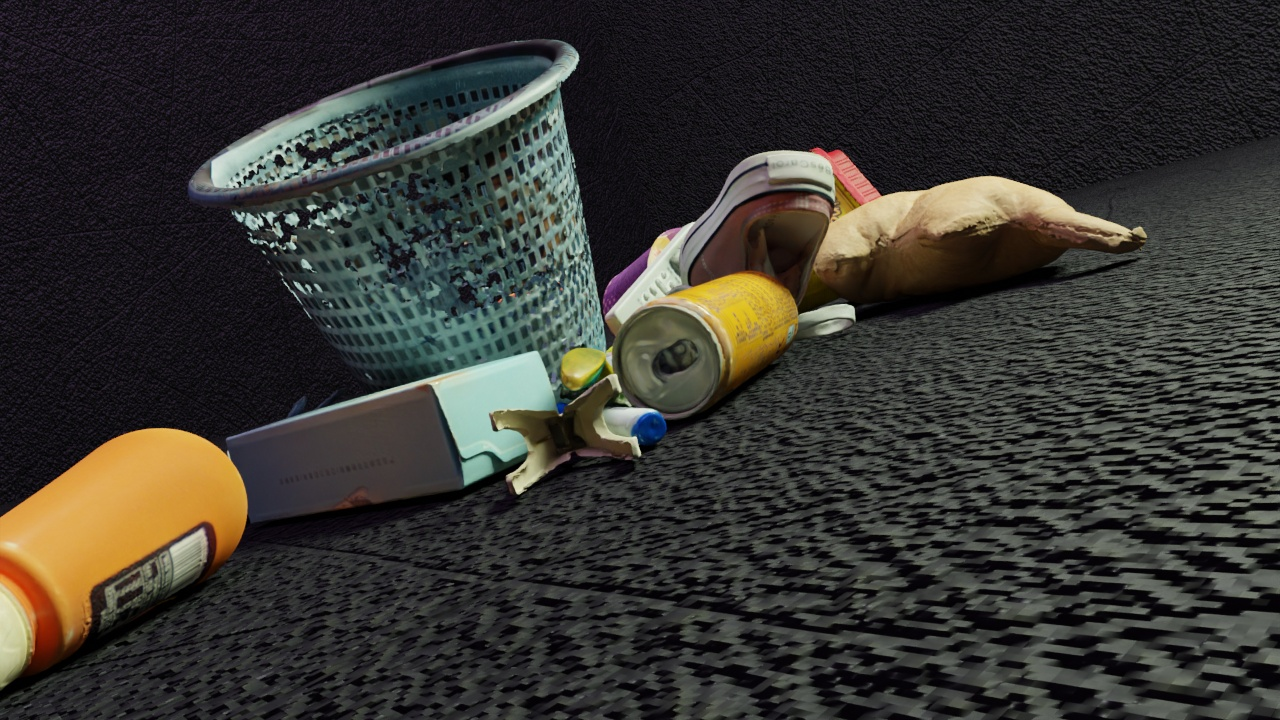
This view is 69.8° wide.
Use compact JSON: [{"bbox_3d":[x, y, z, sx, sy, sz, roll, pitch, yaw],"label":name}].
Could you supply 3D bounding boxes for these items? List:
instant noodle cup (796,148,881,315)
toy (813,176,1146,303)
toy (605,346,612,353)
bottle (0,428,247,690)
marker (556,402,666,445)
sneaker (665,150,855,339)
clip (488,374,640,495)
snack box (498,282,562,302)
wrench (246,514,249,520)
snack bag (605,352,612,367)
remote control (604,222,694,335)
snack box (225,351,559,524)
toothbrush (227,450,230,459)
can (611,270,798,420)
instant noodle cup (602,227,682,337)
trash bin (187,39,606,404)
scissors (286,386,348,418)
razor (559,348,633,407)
[{"bbox_3d":[0.141,-0.099,0.794,0.123,0.116,0.116,-29,-30,-4],"label":"instant noodle cup"},{"bbox_3d":[0.231,-0.086,0.630,0.143,0.082,0.227,-25,12,-40],"label":"toy"},{"bbox_3d":[0.017,-0.009,0.707,0.097,0.031,0.100,-12,6,29],"label":"toy"},{"bbox_3d":[-0.198,0.072,0.315,0.067,0.067,0.149,-15,12,11],"label":"bottle"},{"bbox_3d":[-0.020,0.030,0.446,0.016,0.017,0.146,-18,5,-20],"label":"marker"},{"bbox_3d":[0.077,-0.054,0.627,0.118,0.087,0.241,3,-14,-5],"label":"sneaker"},{"bbox_3d":[-0.041,0.033,0.381,0.094,0.035,0.102,-17,0,-29],"label":"clip"},{"bbox_3d":[-0.081,-0.015,0.784,0.082,0.091,0.080,-16,12,-5],"label":"snack box"},{"bbox_3d":[-0.185,0.069,0.576,0.272,0.016,0.056,-19,5,-43],"label":"wrench"},{"bbox_3d":[-0.004,0.004,0.645,0.105,0.026,0.045,-15,23,18],"label":"snack bag"},{"bbox_3d":[0.027,-0.061,0.802,0.021,0.058,0.149,-21,24,50],"label":"remote control"},{"bbox_3d":[-0.129,0.041,0.469,0.175,0.051,0.074,-13,4,35],"label":"snack box"},{"bbox_3d":[-0.325,0.089,0.699,0.020,0.029,0.189,-58,10,-3],"label":"toothbrush"},{"bbox_3d":[0.039,-0.012,0.485,0.058,0.058,0.145,-14,5,25],"label":"can"},{"bbox_3d":[0.024,-0.058,0.878,0.111,0.111,0.099,-20,-3,-40],"label":"instant noodle cup"},{"bbox_3d":[-0.118,-0.062,0.560,0.227,0.195,0.226,-14,29,8],"label":"trash bin"},{"bbox_3d":[-0.227,0.060,0.565,0.135,0.017,0.108,-41,-8,-1],"label":"scissors"},{"bbox_3d":[-0.026,0.008,0.458,0.043,0.028,0.132,13,-3,4],"label":"razor"}]
